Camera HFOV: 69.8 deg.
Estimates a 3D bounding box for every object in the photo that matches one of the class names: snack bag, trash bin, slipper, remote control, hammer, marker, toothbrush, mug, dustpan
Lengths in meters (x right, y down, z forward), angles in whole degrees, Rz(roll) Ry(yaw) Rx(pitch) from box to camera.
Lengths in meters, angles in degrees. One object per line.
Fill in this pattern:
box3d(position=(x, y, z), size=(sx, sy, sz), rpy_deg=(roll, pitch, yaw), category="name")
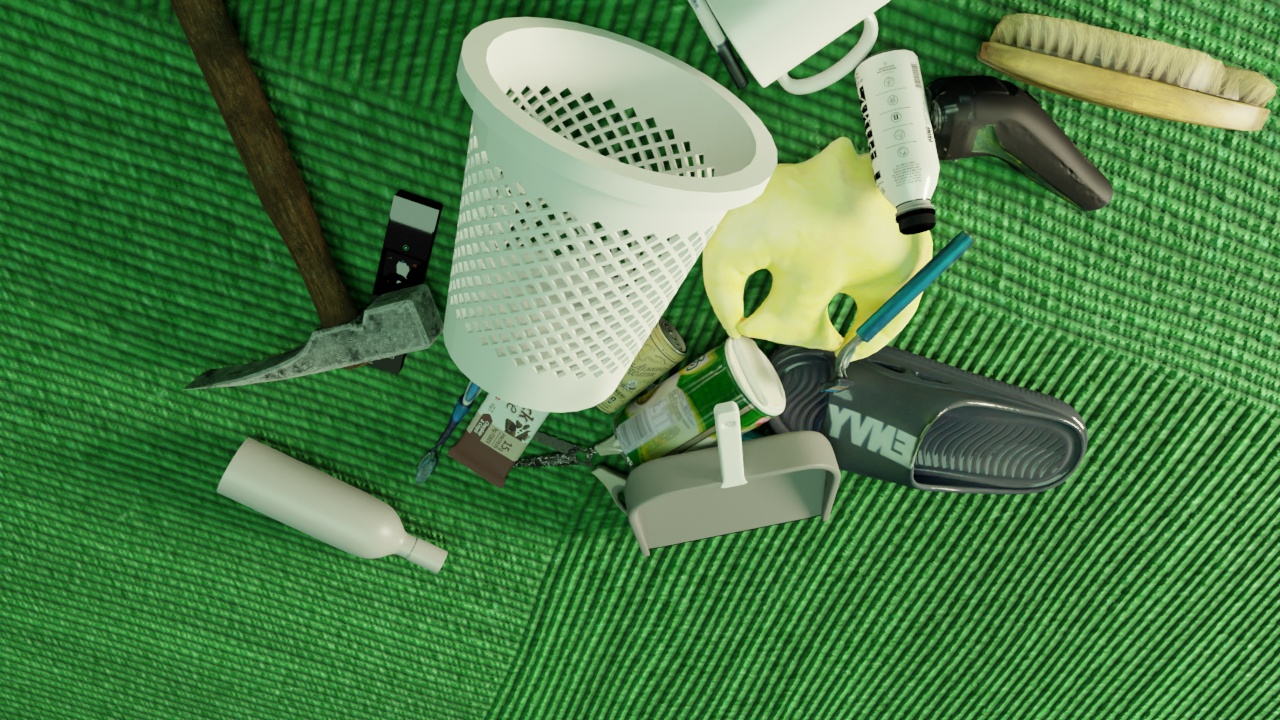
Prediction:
box3d(position=(-0.101, 0.038, 0.750), size=(0.057, 0.013, 0.158), rpy_deg=(34, 115, -5), category="snack bag")
box3d(position=(-0.042, -0.083, 0.600), size=(0.195, 0.195, 0.200), rpy_deg=(20, 127, -7), category="trash bin")
box3d(position=(0.219, 0.062, 0.708), size=(0.268, 0.083, 0.111), rpy_deg=(13, 120, -3), category="slipper")
box3d(position=(-0.187, -0.057, 0.708), size=(0.034, 0.013, 0.150), rpy_deg=(18, 118, -6), category="remote control")
box3d(position=(-0.295, -0.122, 0.664), size=(0.218, 0.037, 0.301), rpy_deg=(-11, 113, 15), category="hammer")
box3d(position=(0.031, -0.244, 0.596), size=(0.011, 0.011, 0.152), rpy_deg=(-27, 114, 17), category="marker")
box3d(position=(-0.143, 0.035, 0.753), size=(0.016, 0.017, 0.189), rpy_deg=(30, 117, -11), category="toothbrush")
box3d(position=(0.105, -0.218, 0.578), size=(0.091, 0.073, 0.110), rpy_deg=(-31, 138, 18), category="mug")
box3d(position=(0.068, 0.090, 0.683), size=(0.163, 0.033, 0.258), rpy_deg=(-11, 146, 1), category="dustpan")

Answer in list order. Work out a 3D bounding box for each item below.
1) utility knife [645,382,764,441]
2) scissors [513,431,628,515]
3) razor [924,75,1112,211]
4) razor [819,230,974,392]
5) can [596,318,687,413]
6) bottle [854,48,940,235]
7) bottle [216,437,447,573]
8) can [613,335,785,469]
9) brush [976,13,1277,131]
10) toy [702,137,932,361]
box3d(position=(0.081, 0.058, 0.752), size=(0.179, 0.015, 0.022), rpy_deg=(30, 116, -13), category="utility knife")
box3d(position=(-0.029, 0.082, 0.774), size=(0.166, 0.012, 0.157), rpy_deg=(-37, 103, 19), category="scissors")
box3d(position=(0.253, -0.141, 0.619), size=(0.151, 0.053, 0.067), rpy_deg=(28, 124, -18), category="razor")
box3d(position=(0.176, -0.033, 0.639), size=(0.022, 0.042, 0.144), rpy_deg=(46, 107, 22), category="razor")
box3d(position=(-0.004, 0.004, 0.716), size=(0.080, 0.038, 0.038), rpy_deg=(-38, 110, 21), category="can")
box3d(position=(0.169, -0.139, 0.595), size=(0.041, 0.041, 0.116), rpy_deg=(-10, 83, 9), category="bottle")
box3d(position=(-0.260, 0.133, 0.793), size=(0.195, 0.052, 0.053), rpy_deg=(29, 116, -11), category="bottle")
box3d(position=(0.044, 0.038, 0.694), size=(0.121, 0.067, 0.067), rpy_deg=(-35, 111, 29), category="can")
box3d(position=(0.312, -0.182, 0.584), size=(0.195, 0.059, 0.043), rpy_deg=(12, 109, -5), category="brush")
box3d(position=(0.131, -0.077, 0.647), size=(0.170, 0.064, 0.155), rpy_deg=(13, 109, -12), category="toy")
